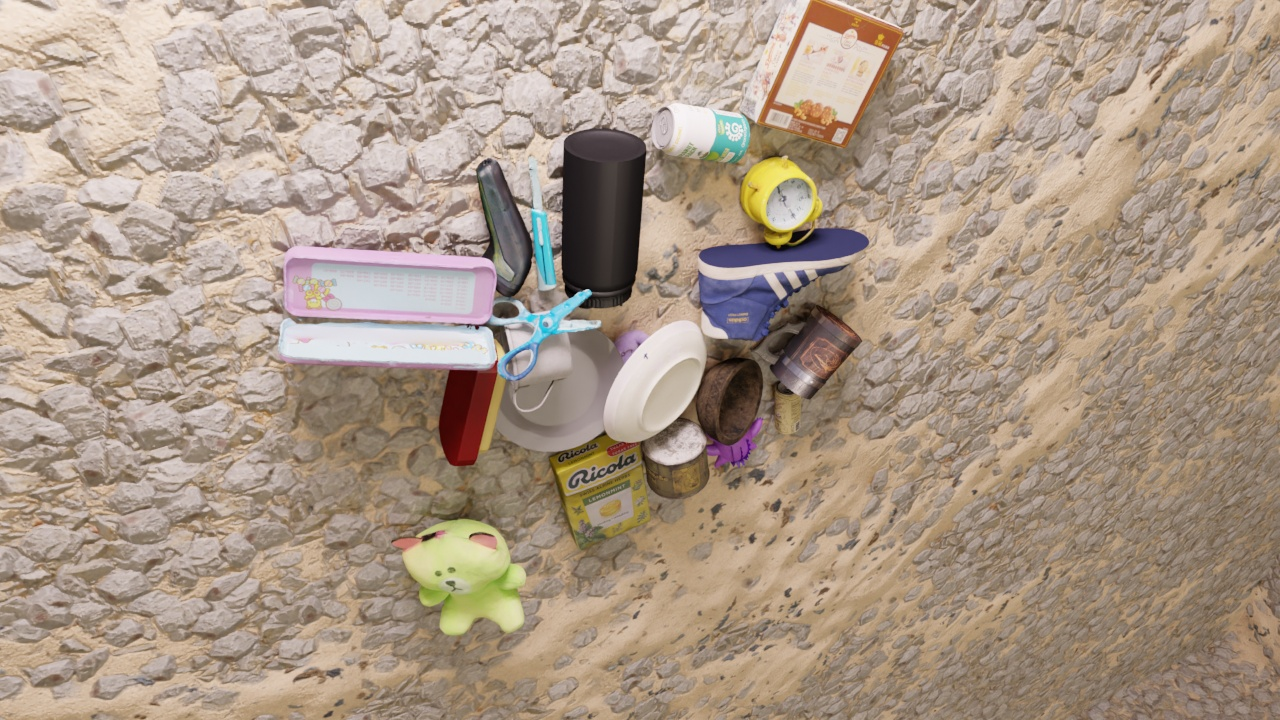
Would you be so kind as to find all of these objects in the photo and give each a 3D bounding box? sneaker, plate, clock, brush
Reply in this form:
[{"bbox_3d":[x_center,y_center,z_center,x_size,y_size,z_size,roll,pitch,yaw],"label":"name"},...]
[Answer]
[{"bbox_3d":[0.179,-0.088,1.166,0.232,0.091,0.119,-12,125,-21],"label":"sneaker"},{"bbox_3d":[-0.105,0.031,1.132,0.178,0.012,0.179,-6,114,-13],"label":"plate"},{"bbox_3d":[0.029,0.036,1.175,0.181,0.034,0.183,-36,147,-29],"label":"plate"},{"bbox_3d":[0.172,-0.189,1.106,0.083,0.057,0.119,-38,128,1],"label":"clock"},{"bbox_3d":[-0.193,0.042,1.064,0.041,0.082,0.174,-1,125,-30],"label":"brush"}]

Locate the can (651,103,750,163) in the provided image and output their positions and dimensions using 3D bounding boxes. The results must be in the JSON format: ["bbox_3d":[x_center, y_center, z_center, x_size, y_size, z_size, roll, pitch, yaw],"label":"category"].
[{"bbox_3d":[0.067,-0.248,1.002,0.101,0.055,0.055,0,124,-30],"label":"can"}]

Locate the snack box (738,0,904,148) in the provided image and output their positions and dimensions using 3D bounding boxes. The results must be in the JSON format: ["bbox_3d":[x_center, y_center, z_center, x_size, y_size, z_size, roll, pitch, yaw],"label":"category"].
[{"bbox_3d":[0.203,-0.324,1.028,0.143,0.041,0.147,5,122,-32],"label":"snack box"}]

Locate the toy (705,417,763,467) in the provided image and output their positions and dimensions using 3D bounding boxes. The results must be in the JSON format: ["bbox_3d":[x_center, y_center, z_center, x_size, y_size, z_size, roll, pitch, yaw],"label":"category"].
[{"bbox_3d":[0.135,0.115,1.327,0.106,0.056,0.088,-25,137,-12],"label":"toy"}]

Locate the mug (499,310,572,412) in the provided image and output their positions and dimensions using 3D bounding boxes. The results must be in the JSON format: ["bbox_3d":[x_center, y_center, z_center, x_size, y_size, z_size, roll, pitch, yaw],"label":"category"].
[{"bbox_3d":[-0.119,0.000,1.055,0.070,0.084,0.113,-11,99,-13],"label":"mug"}]

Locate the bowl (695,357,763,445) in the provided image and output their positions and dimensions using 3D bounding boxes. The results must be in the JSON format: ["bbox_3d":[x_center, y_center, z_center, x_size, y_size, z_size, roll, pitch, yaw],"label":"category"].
[{"bbox_3d":[0.112,0.050,1.253,0.121,0.056,0.121,-29,127,-46],"label":"bowl"}]

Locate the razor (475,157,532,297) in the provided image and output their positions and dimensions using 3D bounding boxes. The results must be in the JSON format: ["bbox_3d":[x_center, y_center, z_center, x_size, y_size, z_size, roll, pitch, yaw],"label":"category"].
[{"bbox_3d":[-0.153,-0.139,0.972,0.067,0.054,0.152,-14,126,-4],"label":"razor"}]

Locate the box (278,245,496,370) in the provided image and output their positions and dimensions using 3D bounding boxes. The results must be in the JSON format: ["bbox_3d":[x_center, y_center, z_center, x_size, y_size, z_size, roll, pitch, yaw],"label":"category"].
[{"bbox_3d":[-0.251,-0.050,0.926,0.214,0.091,0.090,2,124,-17],"label":"box"}]

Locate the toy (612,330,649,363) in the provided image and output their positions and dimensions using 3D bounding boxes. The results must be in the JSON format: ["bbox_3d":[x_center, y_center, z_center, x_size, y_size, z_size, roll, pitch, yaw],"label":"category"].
[{"bbox_3d":[-0.007,0.007,1.176,0.080,0.036,0.099,-46,133,3],"label":"toy"}]

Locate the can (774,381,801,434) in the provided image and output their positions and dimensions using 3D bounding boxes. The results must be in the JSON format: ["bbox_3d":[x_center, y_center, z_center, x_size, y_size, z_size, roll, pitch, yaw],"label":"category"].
[{"bbox_3d":[0.217,0.069,1.349,0.038,0.038,0.080,-20,132,-15],"label":"can"}]

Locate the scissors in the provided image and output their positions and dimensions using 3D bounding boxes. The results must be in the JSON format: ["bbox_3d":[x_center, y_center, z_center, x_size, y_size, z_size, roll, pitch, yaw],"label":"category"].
[{"bbox_3d":[-0.106,-0.026,0.995,0.140,0.118,0.013,0,166,9],"label":"scissors"}]

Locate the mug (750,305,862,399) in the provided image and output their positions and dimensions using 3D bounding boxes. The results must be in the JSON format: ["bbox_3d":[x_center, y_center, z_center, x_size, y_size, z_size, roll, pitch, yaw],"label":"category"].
[{"bbox_3d":[0.227,-0.020,1.269,0.116,0.080,0.107,33,108,-13],"label":"mug"}]

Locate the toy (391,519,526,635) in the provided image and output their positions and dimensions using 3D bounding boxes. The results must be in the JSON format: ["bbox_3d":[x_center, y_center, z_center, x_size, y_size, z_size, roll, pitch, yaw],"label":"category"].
[{"bbox_3d":[-0.232,0.279,1.226,0.150,0.107,0.197,-6,121,3],"label":"toy"}]

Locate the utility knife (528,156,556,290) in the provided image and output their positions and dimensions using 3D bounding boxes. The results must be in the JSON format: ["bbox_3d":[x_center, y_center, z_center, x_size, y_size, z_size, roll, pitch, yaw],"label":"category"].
[{"bbox_3d":[-0.112,-0.148,1.009,0.022,0.015,0.167,0,129,7],"label":"utility knife"}]

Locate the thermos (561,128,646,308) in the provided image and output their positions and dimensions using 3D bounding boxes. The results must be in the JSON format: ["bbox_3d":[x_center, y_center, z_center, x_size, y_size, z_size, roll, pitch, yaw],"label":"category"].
[{"bbox_3d":[-0.043,-0.142,1.002,0.086,0.086,0.199,-12,130,-21],"label":"thermos"}]

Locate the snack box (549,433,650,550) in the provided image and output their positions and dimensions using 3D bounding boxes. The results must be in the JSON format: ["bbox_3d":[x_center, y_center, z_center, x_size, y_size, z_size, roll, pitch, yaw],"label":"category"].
[{"bbox_3d":[-0.051,0.185,1.284,0.121,0.045,0.181,-21,132,-14],"label":"snack box"}]

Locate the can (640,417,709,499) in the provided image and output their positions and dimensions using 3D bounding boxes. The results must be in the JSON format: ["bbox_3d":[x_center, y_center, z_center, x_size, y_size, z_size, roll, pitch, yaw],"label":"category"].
[{"bbox_3d":[0.049,0.136,1.271,0.089,0.090,0.075,-21,133,-14],"label":"can"}]
